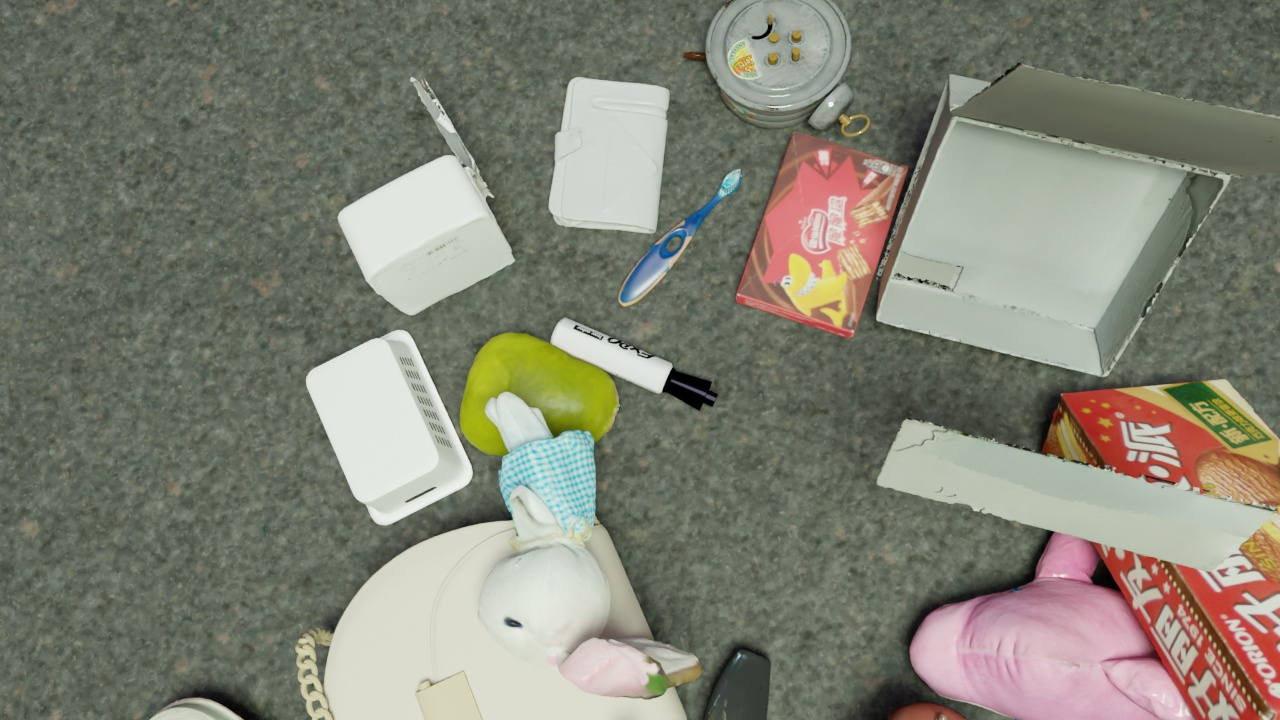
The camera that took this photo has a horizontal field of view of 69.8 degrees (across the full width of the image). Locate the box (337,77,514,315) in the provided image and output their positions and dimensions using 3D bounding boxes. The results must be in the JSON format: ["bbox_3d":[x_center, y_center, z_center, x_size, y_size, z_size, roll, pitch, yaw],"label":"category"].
[{"bbox_3d":[-0.156,-0.126,0.653,0.124,0.109,0.136,-30,80,-3],"label":"box"}]

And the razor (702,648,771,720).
[{"bbox_3d":[0.049,0.259,0.604,0.064,0.053,0.140,7,71,38],"label":"razor"}]

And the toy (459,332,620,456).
[{"bbox_3d":[-0.070,0.029,0.648,0.110,0.051,0.090,13,83,3],"label":"toy"}]

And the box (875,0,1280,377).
[{"bbox_3d":[0.246,-0.098,0.487,0.167,0.369,0.150,14,81,7],"label":"box"}]

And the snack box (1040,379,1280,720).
[{"bbox_3d":[0.338,0.109,0.530,0.113,0.060,0.236,-5,38,-1],"label":"snack box"}]

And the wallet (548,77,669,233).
[{"bbox_3d":[-0.023,-0.156,0.688,0.086,0.032,0.116,2,80,2],"label":"wallet"}]

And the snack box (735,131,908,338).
[{"bbox_3d":[0.132,-0.092,0.670,0.089,0.021,0.133,19,82,7],"label":"snack box"}]

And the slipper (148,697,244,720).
[{"bbox_3d":[-0.223,0.327,0.605,0.274,0.054,0.114,40,85,7],"label":"slipper"}]

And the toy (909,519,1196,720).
[{"bbox_3d":[0.304,0.187,0.554,0.266,0.128,0.186,1,77,5],"label":"toy"}]

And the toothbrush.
[{"bbox_3d":[0.030,-0.092,0.680,0.021,0.017,0.135,41,85,12],"label":"toothbrush"}]

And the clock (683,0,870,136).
[{"bbox_3d":[0.110,-0.215,0.677,0.104,0.056,0.148,-44,78,-4],"label":"clock"}]

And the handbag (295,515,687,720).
[{"bbox_3d":[-0.092,0.215,0.603,0.208,0.103,0.210,-23,79,-8],"label":"handbag"}]

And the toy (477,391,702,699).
[{"bbox_3d":[-0.057,0.112,0.536,0.106,0.131,0.205,-27,72,2],"label":"toy"}]

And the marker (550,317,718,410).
[{"bbox_3d":[-0.004,0.004,0.661,0.126,0.025,0.025,23,82,8],"label":"marker"}]

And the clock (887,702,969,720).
[{"bbox_3d":[0.174,0.268,0.534,0.072,0.158,0.120,0,51,-16],"label":"clock"}]

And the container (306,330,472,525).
[{"bbox_3d":[-0.183,0.044,0.654,0.081,0.049,0.129,-27,79,-1],"label":"container"}]
